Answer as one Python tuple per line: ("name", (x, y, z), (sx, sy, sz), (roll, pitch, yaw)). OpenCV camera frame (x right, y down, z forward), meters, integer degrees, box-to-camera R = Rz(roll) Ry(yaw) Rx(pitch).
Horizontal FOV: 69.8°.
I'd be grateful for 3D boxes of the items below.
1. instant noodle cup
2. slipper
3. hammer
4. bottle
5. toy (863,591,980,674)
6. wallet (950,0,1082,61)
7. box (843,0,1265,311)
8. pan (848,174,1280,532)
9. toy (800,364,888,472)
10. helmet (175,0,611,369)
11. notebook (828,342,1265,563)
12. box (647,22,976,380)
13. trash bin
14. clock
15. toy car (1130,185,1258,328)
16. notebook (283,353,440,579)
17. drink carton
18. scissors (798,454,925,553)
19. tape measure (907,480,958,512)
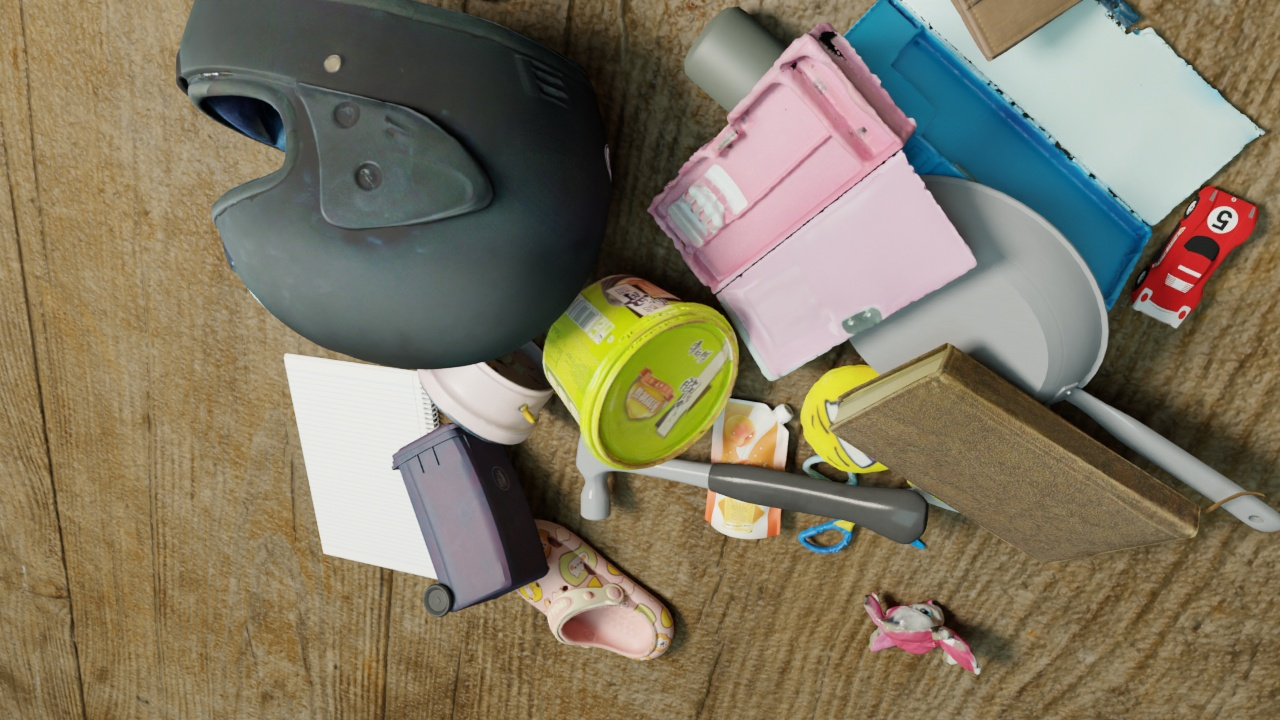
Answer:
("instant noodle cup", (-0.004, 0.004, 0.728), (0.098, 0.146, 0.146), (41, 128, 41))
("slipper", (-0.063, 0.240, 0.896), (0.197, 0.081, 0.093), (34, 122, 2))
("hammer", (0.082, 0.099, 0.772), (0.311, 0.029, 0.125), (7, 104, 27))
("bottle", (0.087, -0.196, 0.652), (0.108, 0.060, 0.060), (41, 121, 0))
("toy", (0.246, 0.234, 0.793), (0.102, 0.050, 0.065), (14, 140, 36))
("wallet", (0.239, -0.257, 0.560), (0.121, 0.027, 0.098), (-34, 99, 0))
("box", (0.252, -0.163, 0.610), (0.243, 0.071, 0.170), (42, 90, -1))
("pan", (0.274, 0.013, 0.625), (0.356, 0.050, 0.201), (40, 152, 9))
("toy", (0.176, 0.048, 0.738), (0.094, 0.041, 0.095), (-25, 104, 24))
("helmet", (-0.182, -0.117, 0.660), (0.316, 0.249, 0.236), (13, 88, -5))
("notebook", (0.265, 0.067, 0.635), (0.215, 0.034, 0.191), (32, 154, -7))
("box", (0.109, -0.095, 0.638), (0.179, 0.039, 0.233), (55, 149, 0))
("trash bin", (-0.160, 0.142, 0.854), (0.092, 0.093, 0.160), (-28, 76, 20))
("clock", (-0.143, 0.000, 0.802), (0.158, 0.116, 0.059), (41, 110, 0))
("toy car", (0.372, -0.069, 0.617), (0.038, 0.025, 0.090), (27, 120, 8))
("notebook", (-0.281, 0.116, 0.965), (0.178, 0.013, 0.246), (7, 115, 20))
("drink carton", (0.094, 0.091, 0.798), (0.069, 0.038, 0.122), (9, 110, 18))
("scissors", (0.186, 0.122, 0.786), (0.126, 0.015, 0.127), (-25, 105, 23))
("tape measure", (0.252, 0.088, 0.735), (0.064, 0.016, 0.065), (21, 118, 3))
